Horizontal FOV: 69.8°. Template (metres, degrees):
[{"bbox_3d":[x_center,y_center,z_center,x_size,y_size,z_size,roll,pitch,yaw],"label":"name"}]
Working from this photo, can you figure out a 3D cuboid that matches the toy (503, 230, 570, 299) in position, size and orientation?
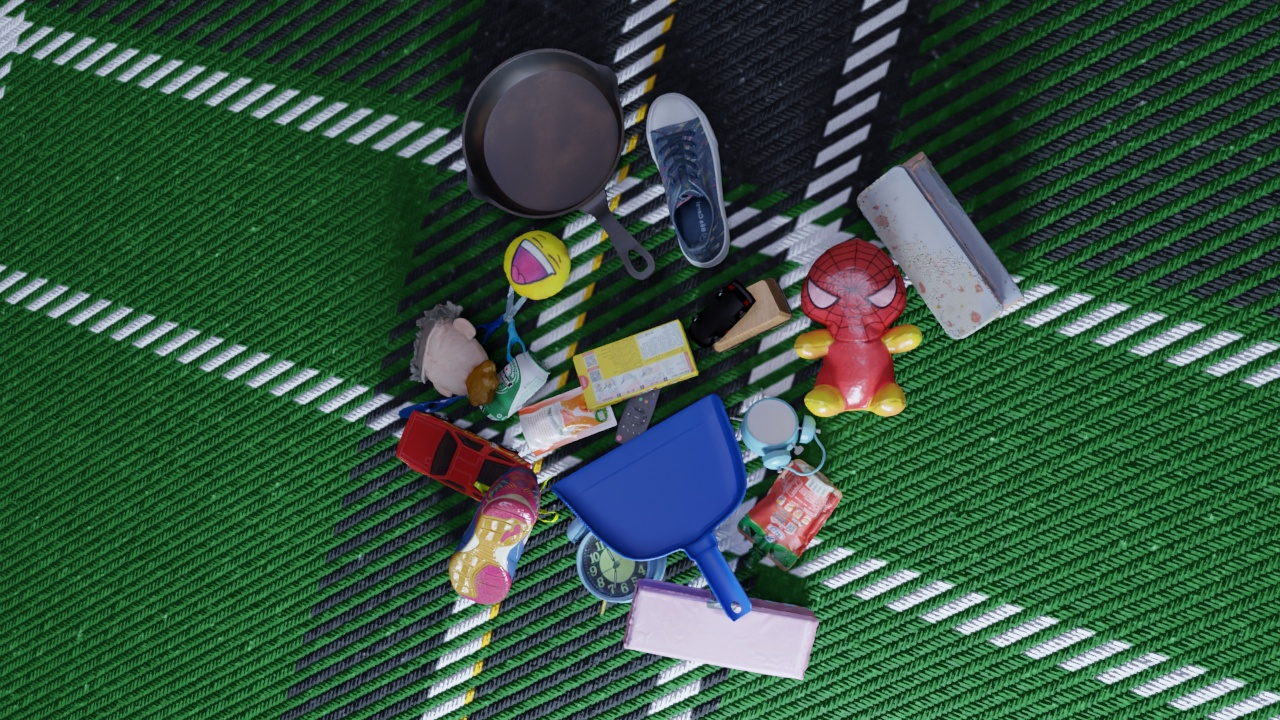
[{"bbox_3d":[-0.140,-0.130,1.243,0.094,0.041,0.095,-42,79,7],"label":"toy"}]

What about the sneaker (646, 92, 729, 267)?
[{"bbox_3d":[0.063,-0.238,1.181,0.087,0.079,0.235,-15,85,12],"label":"sneaker"}]

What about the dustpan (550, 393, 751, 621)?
[{"bbox_3d":[0.056,0.203,1.138,0.245,0.059,0.257,-29,79,-9],"label":"dustpan"}]

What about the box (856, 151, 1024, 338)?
[{"bbox_3d":[0.373,-0.144,1.109,0.216,0.107,0.095,58,137,9],"label":"box"}]

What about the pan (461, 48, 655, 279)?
[{"bbox_3d":[-0.090,-0.251,1.234,0.249,0.043,0.356,-38,81,9],"label":"pan"}]

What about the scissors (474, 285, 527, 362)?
[{"bbox_3d":[-0.193,-0.062,1.268,0.103,0.015,0.133,5,88,14],"label":"scissors"}]

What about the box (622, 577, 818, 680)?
[{"bbox_3d":[0.099,0.336,1.150,0.233,0.046,0.098,10,102,-4],"label":"box"}]

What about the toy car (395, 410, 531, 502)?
[{"bbox_3d":[-0.244,0.136,1.254,0.189,0.056,0.081,23,92,14],"label":"toy car"}]

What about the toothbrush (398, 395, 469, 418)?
[{"bbox_3d":[-0.281,0.061,1.283,0.132,0.016,0.021,-16,112,12],"label":"toothbrush"}]

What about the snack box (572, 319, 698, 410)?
[{"bbox_3d":[-0.007,0.007,1.203,0.152,0.025,0.075,-19,79,7],"label":"snack box"}]

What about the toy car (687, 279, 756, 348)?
[{"bbox_3d":[0.099,-0.055,1.125,0.092,0.036,0.042,-46,78,18],"label":"toy car"}]

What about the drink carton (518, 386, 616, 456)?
[{"bbox_3d":[-0.097,0.076,1.235,0.122,0.039,0.069,-21,84,5],"label":"drink carton"}]

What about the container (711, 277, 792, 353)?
[{"bbox_3d":[0.131,-0.059,1.169,0.114,0.061,0.063,-26,83,11],"label":"container"}]

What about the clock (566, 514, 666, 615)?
[{"bbox_3d":[-0.033,0.243,1.200,0.118,0.060,0.162,-23,81,12],"label":"clock"}]

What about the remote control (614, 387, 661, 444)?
[{"bbox_3d":[0.003,0.056,1.221,0.039,0.010,0.125,23,94,13],"label":"remote control"}]

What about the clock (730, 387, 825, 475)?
[{"bbox_3d":[0.178,0.096,1.155,0.087,0.042,0.123,-42,69,-15],"label":"clock"}]

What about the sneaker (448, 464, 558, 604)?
[{"bbox_3d":[-0.180,0.231,1.203,0.116,0.090,0.242,19,130,-10],"label":"sneaker"}]

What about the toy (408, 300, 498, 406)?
[{"bbox_3d":[-0.244,-0.002,1.233,0.176,0.076,0.133,40,126,30],"label":"toy"}]

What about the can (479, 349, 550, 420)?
[{"bbox_3d":[-0.172,0.035,1.240,0.101,0.053,0.053,-43,80,9],"label":"can"}]

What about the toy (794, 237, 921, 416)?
[{"bbox_3d":[0.261,-0.040,1.121,0.147,0.099,0.216,0,89,2],"label":"toy"}]

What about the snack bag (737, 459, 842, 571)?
[{"bbox_3d":[0.181,0.204,1.165,0.087,0.044,0.155,39,101,16],"label":"snack bag"}]
